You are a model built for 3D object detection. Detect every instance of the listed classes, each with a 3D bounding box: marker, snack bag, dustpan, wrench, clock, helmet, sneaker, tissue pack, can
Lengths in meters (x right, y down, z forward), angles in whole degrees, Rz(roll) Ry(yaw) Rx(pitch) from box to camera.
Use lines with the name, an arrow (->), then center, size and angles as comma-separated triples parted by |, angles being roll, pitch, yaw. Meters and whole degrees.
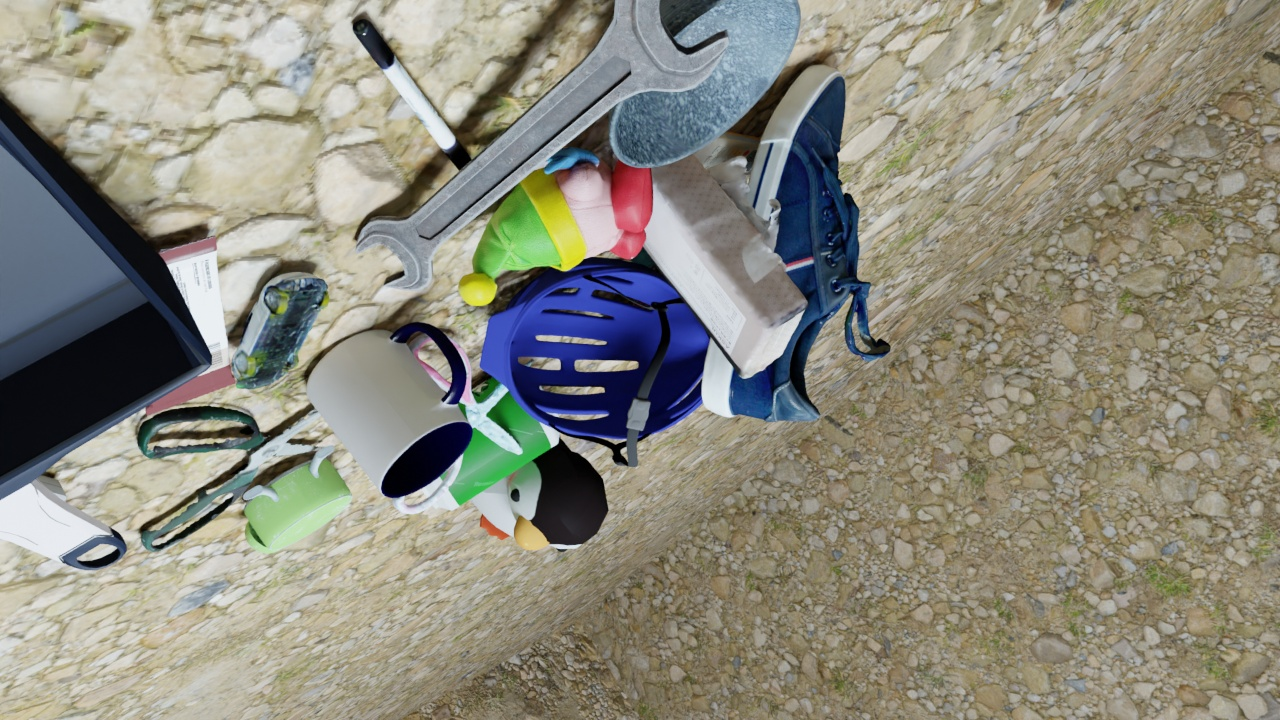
marker -> -0.116, -0.135, 0.491 | 0.011, 0.011, 0.152 | -35, 164, -1
snack bag -> -0.264, -0.015, 0.522 | 0.056, 0.013, 0.158 | -26, 161, -30
dustpan -> -0.314, 0.028, 0.391 | 0.236, 0.080, 0.273 | -32, 160, -11
wrench -> -0.065, -0.120, 0.513 | 0.274, 0.010, 0.070 | -33, 124, 28
clock -> -0.294, 0.125, 0.787 | 0.094, 0.042, 0.120 | -31, 171, -28
helmet -> -0.005, 0.004, 0.740 | 0.241, 0.228, 0.148 | 5, 107, -31
sneaker -> 0.145, -0.088, 0.732 | 0.120, 0.127, 0.294 | 21, 82, -69
tissue pack -> 0.052, -0.087, 0.656 | 0.071, 0.181, 0.104 | -28, 161, -16
can -> -0.150, 0.072, 0.864 | 0.139, 0.088, 0.088 | -32, 163, -12

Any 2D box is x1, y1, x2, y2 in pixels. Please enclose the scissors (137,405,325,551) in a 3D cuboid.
scissors -> -0.318, 0.079, 0.676 | 0.201, 0.015, 0.205 | -37, 164, -1

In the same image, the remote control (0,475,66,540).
remote control -> -0.397, 0.077, 0.505 | 0.074, 0.019, 0.151 | -33, 164, -8

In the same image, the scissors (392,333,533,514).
scissors -> -0.155, 0.052, 0.767 | 0.176, 0.013, 0.170 | -56, 141, -14

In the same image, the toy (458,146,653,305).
toy -> -0.057, -0.090, 0.608 | 0.131, 0.096, 0.124 | -4, 166, -10

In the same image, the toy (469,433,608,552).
toy -> -0.096, 0.127, 0.948 | 0.140, 0.159, 0.184 | -46, -153, -19

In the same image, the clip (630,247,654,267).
clip -> 0.044, -0.120, 0.807 | 0.116, 0.026, 0.097 | -25, 165, -9

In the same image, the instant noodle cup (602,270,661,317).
instant noodle cup -> 0.033, -0.050, 0.900 | 0.112, 0.100, 0.100 | -48, 162, 11

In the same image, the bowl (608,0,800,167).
bowl -> 0.024, -0.185, 0.550 | 0.137, 0.057, 0.137 | -32, 163, -11

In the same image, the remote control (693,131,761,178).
remote control -> 0.072, -0.170, 0.760 | 0.038, 0.018, 0.125 | -45, 162, 30

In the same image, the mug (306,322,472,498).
mug -> -0.172, 0.026, 0.664 | 0.112, 0.097, 0.078 | -49, 160, 15

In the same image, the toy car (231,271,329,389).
toy car -> -0.224, -0.019, 0.563 | 0.090, 0.027, 0.038 | -53, 163, 27
